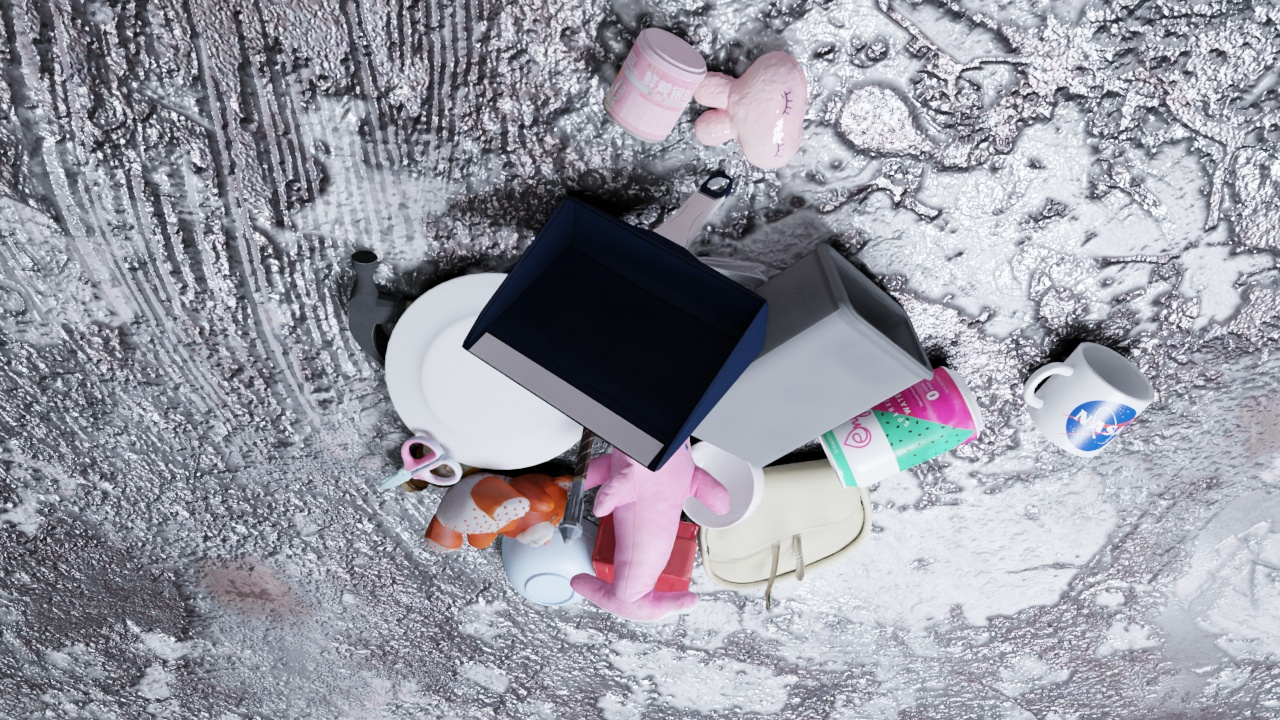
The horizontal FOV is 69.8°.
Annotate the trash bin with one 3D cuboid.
[{"bbox_3d":[0.157,0.005,0.956,0.220,0.097,0.191,-34,140,27],"label":"trash bin"}]

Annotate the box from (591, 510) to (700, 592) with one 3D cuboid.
[{"bbox_3d":[0.006,0.237,1.152,0.129,0.086,0.158,13,157,6],"label":"box"}]

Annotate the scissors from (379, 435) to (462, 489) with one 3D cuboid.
[{"bbox_3d":[-0.271,0.134,1.084,0.076,0.017,0.175,45,136,-16],"label":"scissors"}]

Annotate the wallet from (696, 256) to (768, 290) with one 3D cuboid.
[{"bbox_3d":[0.087,-0.061,0.975,0.086,0.032,0.116,11,137,-5],"label":"wallet"}]

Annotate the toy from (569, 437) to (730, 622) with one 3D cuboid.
[{"bbox_3d":[-0.004,0.158,1.019,0.187,0.265,0.127,6,176,22],"label":"toy"}]

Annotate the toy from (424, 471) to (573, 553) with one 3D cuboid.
[{"bbox_3d":[-0.160,0.186,1.122,0.164,0.092,0.172,-35,156,33],"label":"toy"}]

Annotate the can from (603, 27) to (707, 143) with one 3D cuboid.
[{"bbox_3d":[0.013,-0.242,0.808,0.067,0.067,0.076,24,127,-16],"label":"can"}]

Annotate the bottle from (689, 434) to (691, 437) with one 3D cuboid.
[{"bbox_3d":[0.021,0.132,1.123,0.051,0.051,0.147,25,126,-17],"label":"bottle"}]

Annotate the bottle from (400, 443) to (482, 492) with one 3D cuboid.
[{"bbox_3d":[-0.230,0.115,1.110,0.157,0.067,0.068,-31,122,24],"label":"bottle"}]

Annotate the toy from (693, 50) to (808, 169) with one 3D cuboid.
[{"bbox_3d":[0.098,-0.226,0.832,0.105,0.053,0.108,8,132,15],"label":"toy"}]

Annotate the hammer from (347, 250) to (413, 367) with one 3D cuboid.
[{"bbox_3d":[-0.162,-0.035,1.007,0.305,0.040,0.132,8,126,-5],"label":"hammer"}]

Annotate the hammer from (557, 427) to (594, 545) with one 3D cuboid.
[{"bbox_3d":[-0.044,0.038,0.873,0.098,0.321,0.044,29,132,-20],"label":"hammer"}]

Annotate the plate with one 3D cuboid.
[{"bbox_3d":[-0.157,0.020,1.002,0.242,0.016,0.243,-1,117,-2],"label":"plate"}]

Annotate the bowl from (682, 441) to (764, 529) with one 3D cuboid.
[{"bbox_3d":[0.098,0.142,1.073,0.105,0.105,0.054,-37,162,28],"label":"bowl"}]

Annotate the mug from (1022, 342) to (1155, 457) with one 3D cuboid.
[{"bbox_3d":[0.477,0.038,1.001,0.121,0.090,0.090,19,127,-11],"label":"mug"}]

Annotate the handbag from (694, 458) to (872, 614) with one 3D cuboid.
[{"bbox_3d":[0.176,0.200,1.131,0.229,0.131,0.184,-12,120,10],"label":"handbag"}]

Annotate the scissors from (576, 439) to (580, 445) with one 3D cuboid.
[{"bbox_3d":[-0.040,0.074,1.092,0.126,0.015,0.136,18,145,-19],"label":"scissors"}]

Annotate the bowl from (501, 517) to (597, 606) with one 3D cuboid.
[{"bbox_3d":[-0.118,0.281,1.236,0.150,0.074,0.151,2,130,2],"label":"bowl"}]

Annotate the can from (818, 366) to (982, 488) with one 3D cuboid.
[{"bbox_3d":[0.288,0.076,1.024,0.166,0.088,0.088,-25,125,6],"label":"can"}]

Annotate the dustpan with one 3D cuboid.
[{"bbox_3d":[0.002,-0.070,0.861,0.236,0.272,0.080,31,151,22],"label":"dustpan"}]
